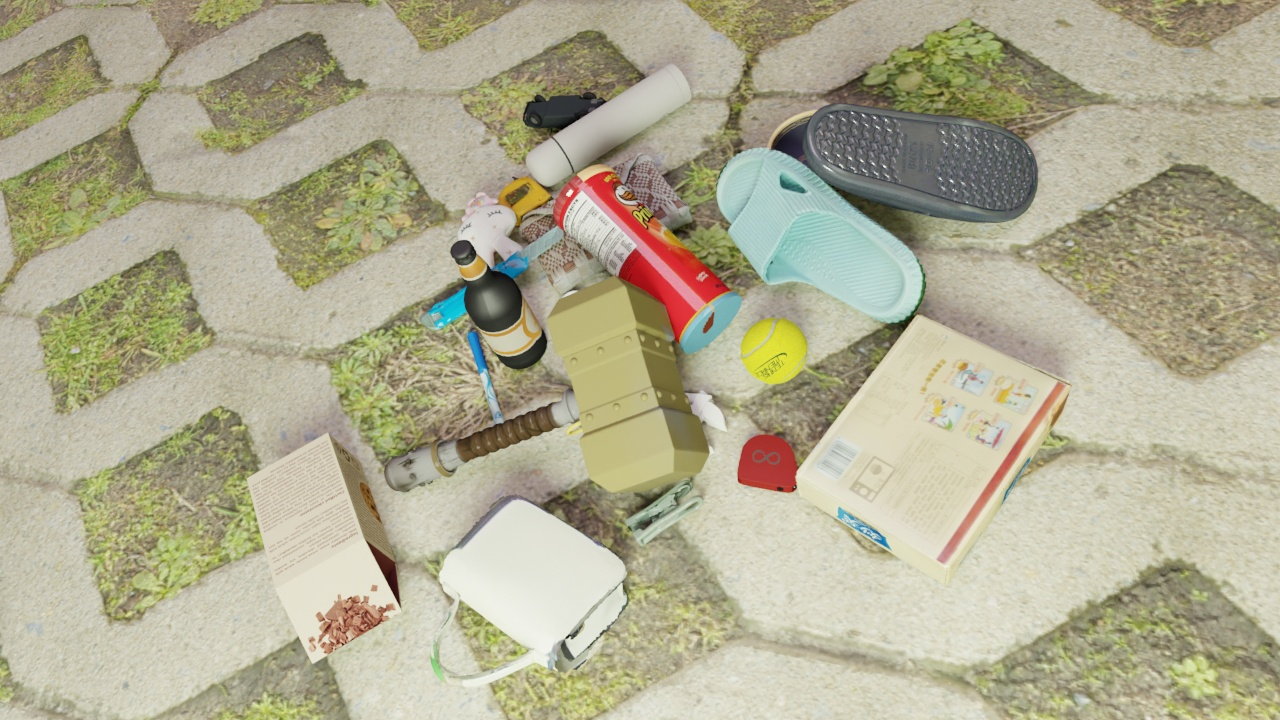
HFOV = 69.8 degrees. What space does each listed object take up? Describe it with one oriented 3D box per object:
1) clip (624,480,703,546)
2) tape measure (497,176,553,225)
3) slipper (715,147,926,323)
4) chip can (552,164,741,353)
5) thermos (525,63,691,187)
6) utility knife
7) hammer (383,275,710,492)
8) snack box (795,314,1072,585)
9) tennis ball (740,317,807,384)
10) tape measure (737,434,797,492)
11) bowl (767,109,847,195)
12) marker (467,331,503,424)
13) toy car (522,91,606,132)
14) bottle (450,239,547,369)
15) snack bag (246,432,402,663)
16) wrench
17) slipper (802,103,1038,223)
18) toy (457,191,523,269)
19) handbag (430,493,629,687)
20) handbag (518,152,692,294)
[{"bbox_3d":[0.023,0.145,0.873,0.076,0.023,0.043,-34,57,-4],"label":"clip"},{"bbox_3d":[-0.148,-0.198,1.137,0.058,0.030,0.068,-38,55,-12],"label":"tape measure"},{"bbox_3d":[0.171,-0.129,0.953,0.069,0.116,0.276,-20,50,-42],"label":"slipper"},{"bbox_3d":[0.005,-0.109,0.974,0.087,0.087,0.213,-40,71,-11],"label":"chip can"},{"bbox_3d":[-0.041,-0.293,1.153,0.224,0.052,0.052,-33,55,-6],"label":"thermos"},{"bbox_3d":[-0.171,-0.096,1.064,0.207,0.015,0.031,-34,78,8],"label":"utility knife"},{"bbox_3d":[-0.116,0.066,0.908,0.325,0.100,0.190,-21,75,19],"label":"hammer"},{"bbox_3d":[0.263,0.074,0.828,0.153,0.055,0.207,31,71,30],"label":"snack box"},{"bbox_3d":[0.133,-0.010,0.913,0.065,0.065,0.065,-8,57,11],"label":"tennis ball"},{"bbox_3d":[0.125,0.098,0.876,0.059,0.019,0.051,9,59,13],"label":"tape measure"},{"bbox_3d":[0.202,-0.220,1.030,0.112,0.061,0.112,-8,57,11],"label":"bowl"},{"bbox_3d":[-0.170,0.023,1.013,0.013,0.013,0.141,-24,55,0],"label":"marker"},{"bbox_3d":[-0.098,-0.324,1.200,0.112,0.034,0.046,2,59,16],"label":"toy car"},{"bbox_3d":[-0.152,-0.061,0.958,0.059,0.182,0.059,-7,56,11],"label":"bottle"},{"bbox_3d":[-0.310,0.187,0.914,0.094,0.070,0.206,-30,55,-4],"label":"snack bag"},{"bbox_3d":[-0.006,0.006,0.974,0.066,0.018,0.273,-39,55,-9],"label":"wrench"},{"bbox_3d":[0.286,-0.195,0.963,0.268,0.083,0.110,8,74,-12],"label":"slipper"},{"bbox_3d":[-0.183,-0.155,1.102,0.076,0.037,0.125,-26,65,13],"label":"toy"},{"bbox_3d":[-0.115,0.223,0.820,0.151,0.074,0.175,26,50,26],"label":"handbag"},{"bbox_3d":[-0.046,-0.166,1.078,0.186,0.047,0.124,-30,54,-2],"label":"handbag"}]
